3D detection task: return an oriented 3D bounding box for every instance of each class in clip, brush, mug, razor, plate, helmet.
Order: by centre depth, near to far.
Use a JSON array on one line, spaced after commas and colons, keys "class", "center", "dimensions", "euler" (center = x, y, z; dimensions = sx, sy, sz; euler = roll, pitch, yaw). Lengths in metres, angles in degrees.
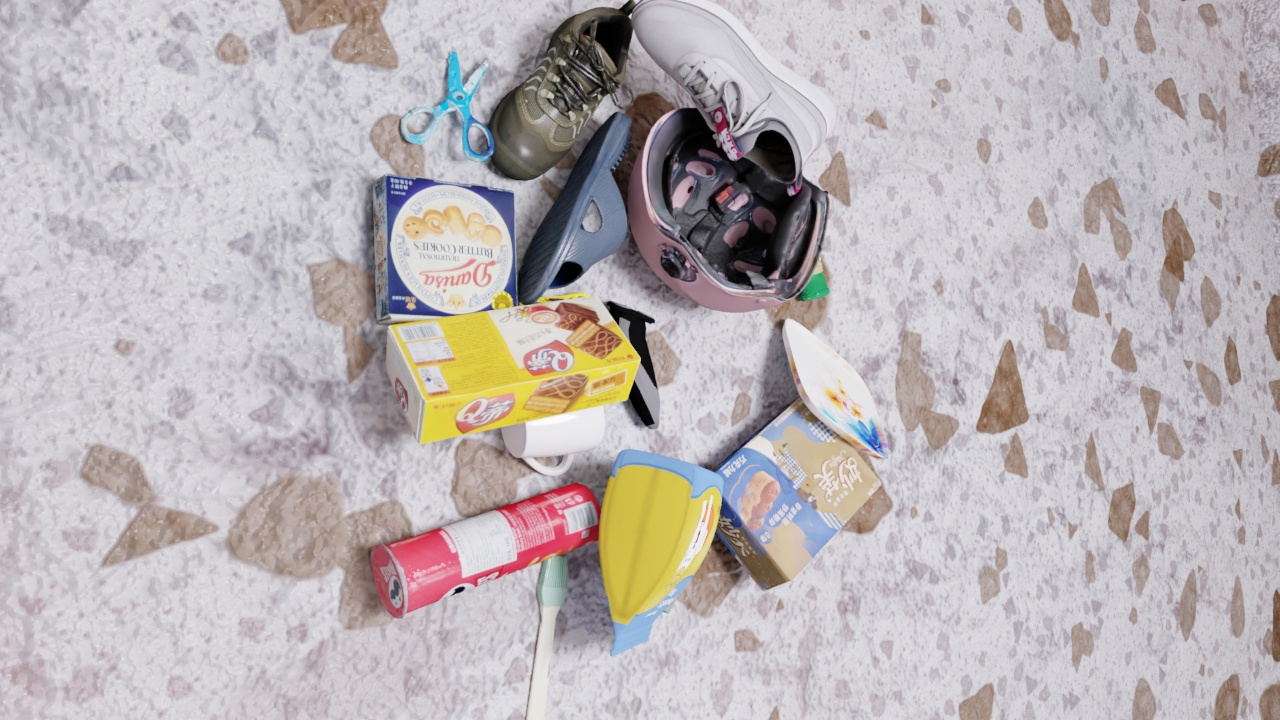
[{"class": "mug", "center": [-0.098, 0.077, 0.981], "dimensions": [0.087, 0.081, 0.114], "euler": [-9, 121, -31]}, {"class": "brush", "center": [-0.104, 0.317, 0.985], "dimensions": [0.033, 0.012, 0.217], "euler": [13, 79, -35]}, {"class": "razor", "center": [-0.006, 0.006, 1.063], "dimensions": [0.060, 0.057, 0.156], "euler": [-9, 100, -9]}, {"class": "helmet", "center": [0.086, -0.170, 1.084], "dimensions": [0.255, 0.153, 0.229], "euler": [32, 64, -20]}, {"class": "clip", "center": [0.044, 0.267, 1.091], "dimensions": [0.078, 0.023, 0.049], "euler": [-36, 109, -31]}, {"class": "plate", "center": [0.255, 0.040, 1.216], "dimensions": [0.187, 0.016, 0.186], "euler": [34, 31, -29]}]

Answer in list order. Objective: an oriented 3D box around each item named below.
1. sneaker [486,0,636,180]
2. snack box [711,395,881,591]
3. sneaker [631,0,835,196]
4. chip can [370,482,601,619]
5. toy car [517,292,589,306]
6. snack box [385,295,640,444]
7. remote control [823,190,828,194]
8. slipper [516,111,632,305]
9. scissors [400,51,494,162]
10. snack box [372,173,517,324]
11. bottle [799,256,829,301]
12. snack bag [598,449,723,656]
[{"class": "sneaker", "center": [-0.063, -0.298, 0.994], "dimensions": [0.101, 0.143, 0.237], "euler": [38, 65, -28]}, {"class": "snack box", "center": [0.181, 0.160, 1.144], "dimensions": [0.202, 0.069, 0.155], "euler": [-36, 86, -33]}, {"class": "sneaker", "center": [0.092, -0.285, 0.992], "dimensions": [0.263, 0.097, 0.128], "euler": [32, 55, -18]}, {"class": "chip can", "center": [-0.148, 0.185, 0.928], "dimensions": [0.232, 0.073, 0.073], "euler": [-14, 93, -37]}, {"class": "toy car", "center": [-0.096, -0.049, 1.016], "dimensions": [0.106, 0.030, 0.049], "euler": [-10, 92, -35]}, {"class": "snack box", "center": [-0.126, 0.005, 0.916], "dimensions": [0.229, 0.062, 0.110], "euler": [-11, 48, -29]}, {"class": "remote control", "center": [0.209, -0.208, 1.260], "dimensions": [0.139, 0.009, 0.030], "euler": [-19, 131, -36]}, {"class": "slipper", "center": [-0.050, -0.160, 1.013], "dimensions": [0.082, 0.101, 0.263], "euler": [33, 62, -20]}, {"class": "scissors", "center": [-0.183, -0.265, 0.967], "dimensions": [0.114, 0.013, 0.140], "euler": [31, 64, -4]}, {"class": "snack box", "center": [-0.197, -0.109, 0.938], "dimensions": [0.144, 0.043, 0.145], "euler": [0, 85, -37]}, {"class": "bottle", "center": [0.226, -0.138, 1.255], "dimensions": [0.043, 0.043, 0.111], "euler": [-18, 95, -36]}, {"class": "snack bag", "center": [0.014, 0.208, 0.990], "dimensions": [0.159, 0.102, 0.205], "euler": [37, 66, -72]}]
